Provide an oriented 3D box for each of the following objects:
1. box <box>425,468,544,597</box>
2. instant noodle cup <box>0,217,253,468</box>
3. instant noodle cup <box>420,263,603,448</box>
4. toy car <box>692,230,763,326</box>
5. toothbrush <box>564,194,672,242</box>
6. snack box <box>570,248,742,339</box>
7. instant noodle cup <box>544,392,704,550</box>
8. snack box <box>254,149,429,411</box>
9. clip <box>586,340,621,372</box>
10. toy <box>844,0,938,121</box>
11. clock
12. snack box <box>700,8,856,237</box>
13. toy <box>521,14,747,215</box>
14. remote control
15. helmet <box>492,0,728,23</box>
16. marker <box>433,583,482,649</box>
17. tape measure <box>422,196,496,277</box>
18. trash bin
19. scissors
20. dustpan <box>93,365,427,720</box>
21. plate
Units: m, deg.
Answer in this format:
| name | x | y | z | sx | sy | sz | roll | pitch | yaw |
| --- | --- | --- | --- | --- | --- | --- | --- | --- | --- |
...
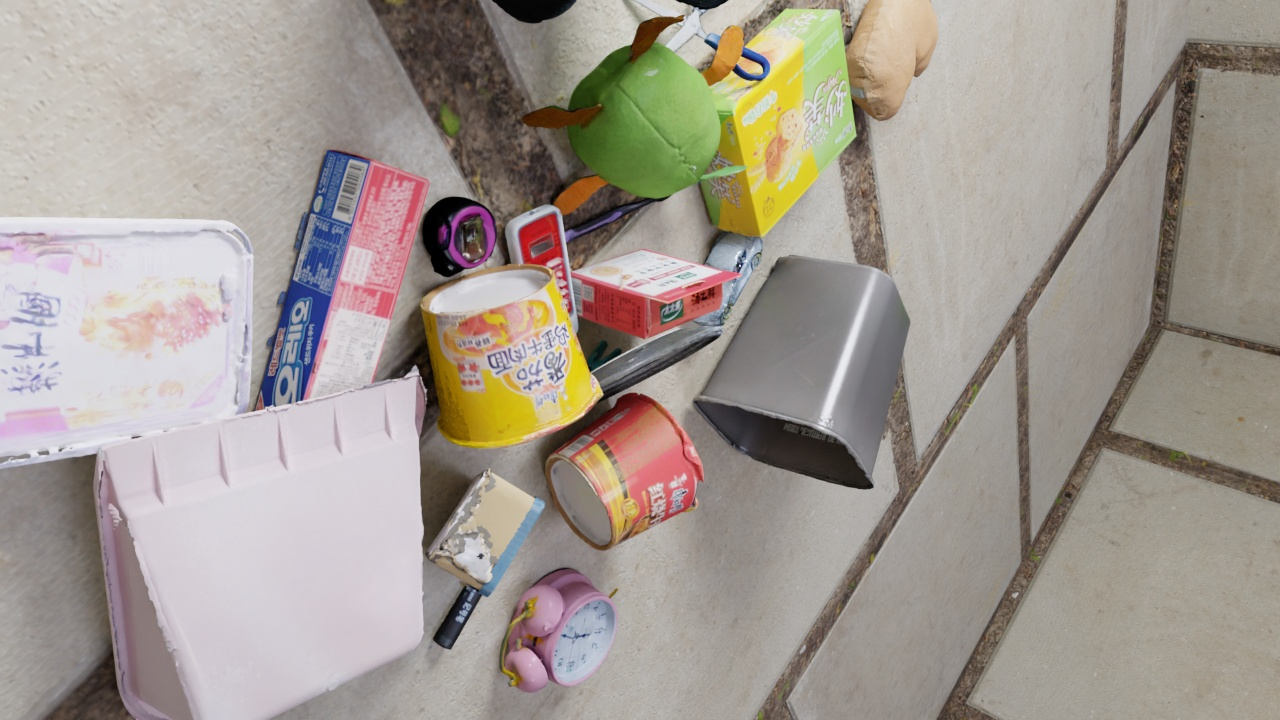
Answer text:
| name | x | y | z | sx | sy | sz | roll | pitch | yaw |
| --- | --- | --- | --- | --- | --- | --- | --- | --- | --- |
| box | -0.135 | 0.144 | 0.770 | 0.089 | 0.059 | 0.184 | -58 | -176 | -14 |
| instant noodle cup | -0.321 | -0.018 | 0.532 | 0.173 | 0.060 | 0.138 | -9 | 113 | -48 |
| instant noodle cup | -0.110 | -0.010 | 0.744 | 0.137 | 0.138 | 0.110 | -32 | 121 | -39 |
| toy car | 0.090 | -0.094 | 1.010 | 0.036 | 0.054 | 0.120 | 37 | 78 | -55 |
| toothbrush | -0.033 | -0.137 | 0.876 | 0.188 | 0.017 | 0.014 | -31 | 125 | -35 |
| snack box | 0.013 | -0.063 | 0.868 | 0.113 | 0.127 | 0.044 | -23 | 123 | -43 |
| instant noodle cup | -0.023 | 0.115 | 0.914 | 0.108 | 0.138 | 0.138 | -29 | 128 | -30 |
| snack box | -0.215 | -0.041 | 0.655 | 0.058 | 0.057 | 0.207 | 11 | 98 | -55 |
| clip | -0.044 | 0.005 | 0.917 | 0.055 | 0.038 | 0.013 | -52 | 137 | -12 |
| toy | 0.324 | -0.409 | 1.140 | 0.225 | 0.082 | 0.143 | -55 | 145 | -23 |
| clock | -0.089 | 0.285 | 0.960 | 0.158 | 0.060 | 0.117 | 7 | 100 | -50 |
| snack box | 0.145 | -0.258 | 0.988 | 0.209 | 0.070 | 0.158 | -47 | 137 | -26 |
| toy | 0.005 | -0.209 | 0.804 | 0.227 | 0.090 | 0.246 | -39 | 158 | 10 |
| remote control | -0.087 | -0.070 | 0.824 | 0.055 | 0.020 | 0.136 | -32 | 131 | -34 |
| helmet | -0.015 | -0.346 | 0.592 | 0.232 | 0.275 | 0.230 | -34 | 104 | -50 |
| marker | -0.155 | 0.213 | 0.879 | 0.132 | 0.020 | 0.022 | -60 | 171 | -14 |
| tape measure | -0.142 | -0.100 | 0.730 | 0.056 | 0.039 | 0.058 | -32 | 129 | -39 |
| trash bin | 0.209 | 0.010 | 1.105 | 0.198 | 0.199 | 0.219 | 47 | 62 | -51 |
| scissors | 0.059 | -0.316 | 0.862 | 0.176 | 0.012 | 0.162 | 26 | 64 | -26 |
| dustpan | -0.272 | 0.150 | 0.660 | 0.222 | 0.139 | 0.273 | -12 | 101 | -44 |
| plate | -0.005 | 0.005 | 0.866 | 0.179 | 0.180 | 0.024 | -22 | 83 | -45 |
